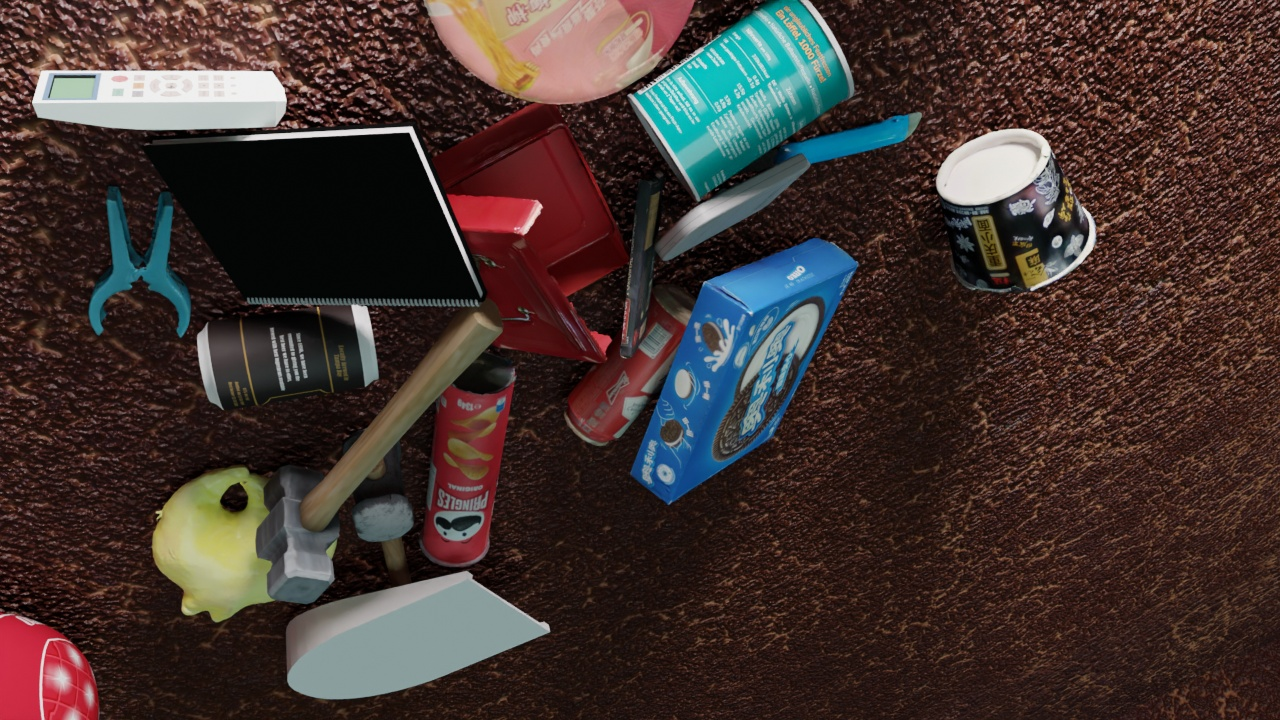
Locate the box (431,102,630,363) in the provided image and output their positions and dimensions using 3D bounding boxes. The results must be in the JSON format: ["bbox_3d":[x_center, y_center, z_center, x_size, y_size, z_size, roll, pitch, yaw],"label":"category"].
[{"bbox_3d":[-0.088,-0.106,0.735,0.147,0.155,0.157,5,147,27],"label":"box"}]

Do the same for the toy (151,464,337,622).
[{"bbox_3d":[-0.375,0.175,0.864,0.170,0.064,0.155,32,92,-40],"label":"toy"}]

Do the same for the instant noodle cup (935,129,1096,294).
[{"bbox_3d":[0.353,-0.149,0.889,0.137,0.137,0.112,-35,126,7],"label":"instant noodle cup"}]

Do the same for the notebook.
[{"bbox_3d":[-0.226,-0.096,0.650,0.207,0.016,0.149,2,138,17],"label":"notebook"}]

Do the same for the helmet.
[{"bbox_3d":[-0.601,0.329,0.801,0.224,0.197,0.272,-10,141,-17],"label":"helmet"}]

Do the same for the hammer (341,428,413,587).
[{"bbox_3d":[-0.252,0.200,0.941,0.052,0.098,0.329,-11,139,-15],"label":"hammer"}]

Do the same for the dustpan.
[{"bbox_3d":[-0.259,0.293,1.003,0.258,0.053,0.191,-24,143,8],"label":"dustpan"}]

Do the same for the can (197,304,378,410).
[{"bbox_3d":[-0.283,-0.004,0.742,0.128,0.072,0.072,-10,133,-19],"label":"can"}]

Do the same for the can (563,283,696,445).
[{"bbox_3d":[-0.005,0.005,0.889,0.067,0.067,0.170,21,117,-38],"label":"can"}]

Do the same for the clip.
[{"bbox_3d":[-0.387,-0.065,0.671,0.121,0.031,0.130,-12,134,-10],"label":"clip"}]

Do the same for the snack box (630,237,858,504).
[{"bbox_3d":[0.100,0.008,0.896,0.195,0.056,0.239,-25,145,-46],"label":"snack box"}]

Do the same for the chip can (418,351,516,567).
[{"bbox_3d":[-0.170,0.098,0.891,0.073,0.073,0.234,-3,130,-24],"label":"chip can"}]

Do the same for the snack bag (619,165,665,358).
[{"bbox_3d":[0.002,-0.084,0.782,0.018,0.074,0.155,8,110,7],"label":"snack bag"}]

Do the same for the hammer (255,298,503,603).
[{"bbox_3d":[-0.217,0.067,0.751,0.051,0.117,0.324,22,123,-40],"label":"hammer"}]

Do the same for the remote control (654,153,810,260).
[{"bbox_3d":[0.075,-0.131,0.779,0.150,0.019,0.074,-32,176,-34],"label":"remote control"}]

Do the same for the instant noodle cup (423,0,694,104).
[{"bbox_3d":[-0.055,-0.267,0.599,0.178,0.077,0.179,-6,131,-8],"label":"instant noodle cup"}]

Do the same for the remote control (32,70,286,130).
[{"bbox_3d":[-0.307,-0.168,0.597,0.143,0.049,0.024,-7,131,-21],"label":"remote control"}]

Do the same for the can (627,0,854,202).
[{"bbox_3d":[0.077,-0.206,0.715,0.144,0.099,0.099,-34,136,5],"label":"can"}]

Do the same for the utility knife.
[{"bbox_3d":[0.155,-0.192,0.827,0.224,0.015,0.031,-16,133,-17],"label":"utility knife"}]
